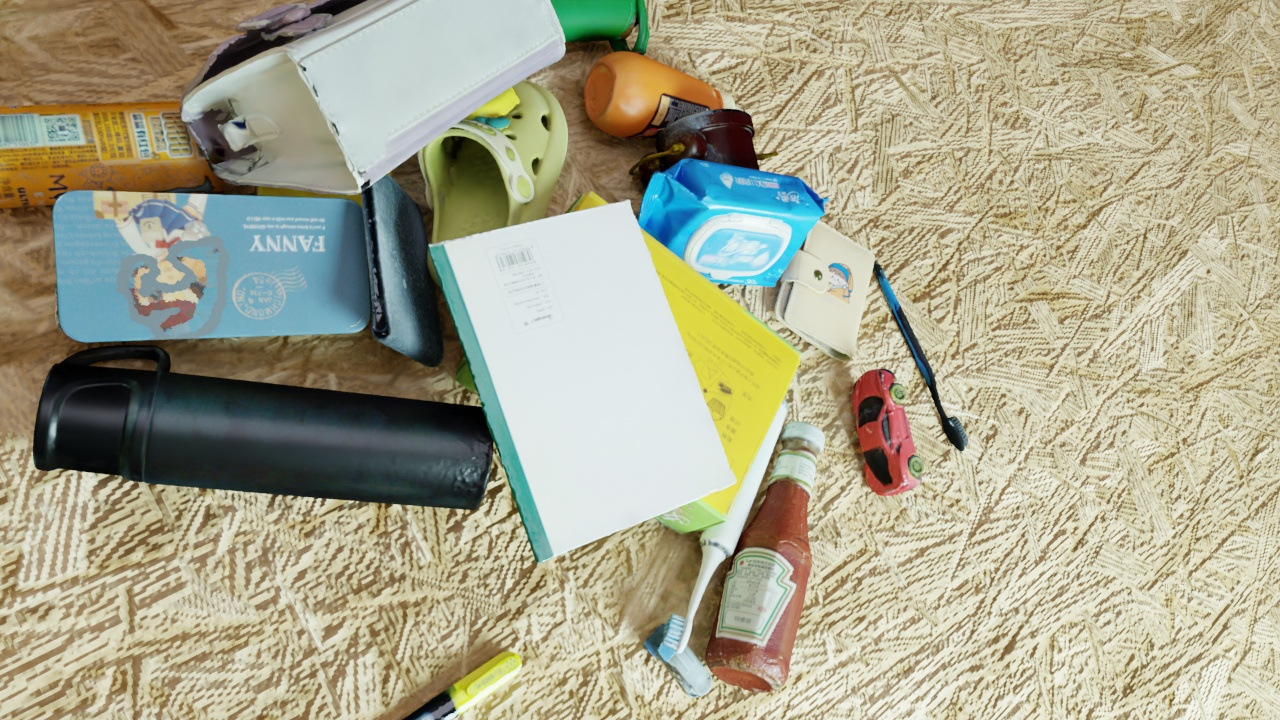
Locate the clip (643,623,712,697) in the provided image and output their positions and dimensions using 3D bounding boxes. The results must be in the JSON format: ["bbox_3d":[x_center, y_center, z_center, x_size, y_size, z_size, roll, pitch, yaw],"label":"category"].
[{"bbox_3d":[0.029,0.211,0.640,0.058,0.045,0.027,51,56,-8],"label":"clip"}]

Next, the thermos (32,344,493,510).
[{"bbox_3d":[-0.215,0.037,0.552,0.242,0.069,0.089,10,48,-23],"label":"thermos"}]

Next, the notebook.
[{"bbox_3d":[-0.035,0.006,0.595,0.150,0.012,0.209,-18,86,-27],"label":"notebook"}]

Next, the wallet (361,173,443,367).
[{"bbox_3d":[-0.156,-0.061,0.597,0.019,0.097,0.120,-10,79,2],"label":"wallet"}]

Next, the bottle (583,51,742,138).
[{"bbox_3d":[0.027,-0.215,0.772,0.149,0.067,0.066,1,71,-35],"label":"bottle"}]

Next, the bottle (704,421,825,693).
[{"bbox_3d":[0.100,0.138,0.680,0.059,0.060,0.205,30,56,-14],"label":"bottle"}]

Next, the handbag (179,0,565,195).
[{"bbox_3d":[-0.162,-0.182,0.561,0.196,0.145,0.098,-48,124,-40],"label":"handbag"}]

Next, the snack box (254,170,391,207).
[{"bbox_3d":[-0.221,-0.162,0.640,0.086,0.034,0.140,3,72,-27],"label":"snack box"}]

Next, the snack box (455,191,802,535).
[{"bbox_3d":[-0.004,0.004,0.666,0.210,0.070,0.157,36,60,-11],"label":"snack box"}]

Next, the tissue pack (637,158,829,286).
[{"bbox_3d":[0.066,-0.104,0.724,0.157,0.095,0.052,3,50,-26],"label":"tissue pack"}]

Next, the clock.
[{"bbox_3d":[0.046,-0.164,0.748,0.121,0.082,0.055,-8,82,-32],"label":"clock"}]

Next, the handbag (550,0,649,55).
[{"bbox_3d":[-0.064,-0.300,0.755,0.131,0.068,0.120,-13,86,-31],"label":"handbag"}]

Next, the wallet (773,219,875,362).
[{"bbox_3d":[0.161,-0.066,0.804,0.087,0.024,0.115,27,63,-15],"label":"wallet"}]

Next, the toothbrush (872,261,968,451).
[{"bbox_3d":[0.254,-0.006,0.835,0.016,0.014,0.189,-17,79,-32],"label":"toothbrush"}]

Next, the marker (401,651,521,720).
[{"bbox_3d":[-0.126,0.216,0.560,0.123,0.015,0.018,-27,83,-30],"label":"marker"}]

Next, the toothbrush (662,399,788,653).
[{"bbox_3d":[0.065,0.114,0.675,0.026,0.027,0.220,29,55,-1],"label":"toothbrush"}]

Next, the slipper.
[{"bbox_3d":[-0.107,-0.136,0.636,0.092,0.082,0.190,-2,60,14],"label":"slipper"}]

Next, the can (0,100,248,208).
[{"bbox_3d":[-0.321,-0.127,0.561,0.145,0.058,0.058,-11,77,-30],"label":"can"}]

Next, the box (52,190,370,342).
[{"bbox_3d":[-0.250,-0.055,0.558,0.184,0.060,0.090,-6,94,-26],"label":"box"}]

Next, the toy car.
[{"bbox_3d":[0.201,0.059,0.763,0.031,0.049,0.106,1,73,-29],"label":"toy car"}]
